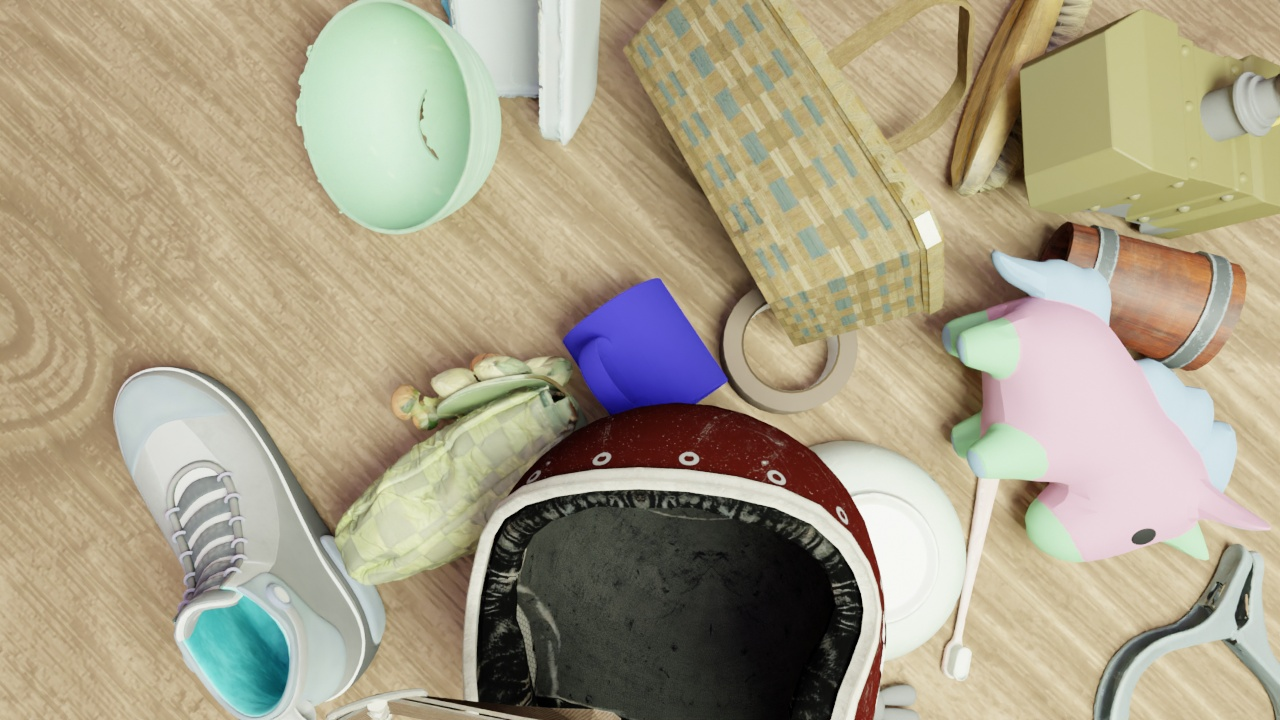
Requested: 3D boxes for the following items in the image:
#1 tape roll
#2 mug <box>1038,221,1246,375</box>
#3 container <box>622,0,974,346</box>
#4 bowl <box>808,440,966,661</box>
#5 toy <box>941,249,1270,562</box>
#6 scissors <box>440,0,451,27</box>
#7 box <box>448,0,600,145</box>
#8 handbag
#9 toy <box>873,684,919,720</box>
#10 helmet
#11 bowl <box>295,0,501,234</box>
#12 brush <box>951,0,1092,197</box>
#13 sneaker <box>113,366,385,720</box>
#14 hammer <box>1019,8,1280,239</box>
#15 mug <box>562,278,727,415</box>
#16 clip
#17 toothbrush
[{"bbox_3d":[0.104,-0.009,0.649,0.094,0.030,0.093,0,83,-1],"label":"tape roll"},{"bbox_3d":[0.333,-0.031,0.640,0.111,0.081,0.117,19,106,5],"label":"mug"},{"bbox_3d":[0.125,-0.151,0.587,0.186,0.157,0.249,-30,70,9],"label":"container"},{"bbox_3d":[0.146,0.129,0.612,0.153,0.073,0.153,0,83,1],"label":"bowl"},{"bbox_3d":[0.293,0.031,0.596,0.171,0.120,0.222,-7,100,7],"label":"toy"},{"bbox_3d":[-0.142,-0.276,0.693,0.055,0.015,0.136,-29,78,-6],"label":"scissors"},{"bbox_3d":[-0.073,-0.247,0.587,0.130,0.211,0.105,0,38,3],"label":"box"},{"bbox_3d":[-0.117,0.061,0.598,0.186,0.113,0.117,-32,76,-4],"label":"handbag"},{"bbox_3d":[0.132,0.230,0.619,0.111,0.030,0.049,6,54,-3],"label":"toy"},{"bbox_3d":[0.010,0.146,0.487,0.234,0.234,0.252,-2,53,15],"label":"helmet"},{"bbox_3d":[-0.153,-0.165,0.630,0.151,0.076,0.151,7,105,27],"label":"bowl"},{"bbox_3d":[0.276,-0.205,0.664,0.043,0.059,0.195,24,85,-7],"label":"brush"},{"bbox_3d":[-0.265,0.107,0.564,0.093,0.160,0.256,-36,86,-5],"label":"sneaker"},{"bbox_3d":[0.403,-0.164,0.508,0.190,0.326,0.100,5,81,-29],"label":"hammer"},{"bbox_3d":[-0.004,0.004,0.608,0.079,0.111,0.083,-36,84,26],"label":"mug"},{"bbox_3d":[0.370,0.218,0.626,0.164,0.031,0.168,-9,82,-4],"label":"clip"},{"bbox_3d":[0.236,0.131,0.640,0.015,0.018,0.181,15,81,-6],"label":"toothbrush"}]
